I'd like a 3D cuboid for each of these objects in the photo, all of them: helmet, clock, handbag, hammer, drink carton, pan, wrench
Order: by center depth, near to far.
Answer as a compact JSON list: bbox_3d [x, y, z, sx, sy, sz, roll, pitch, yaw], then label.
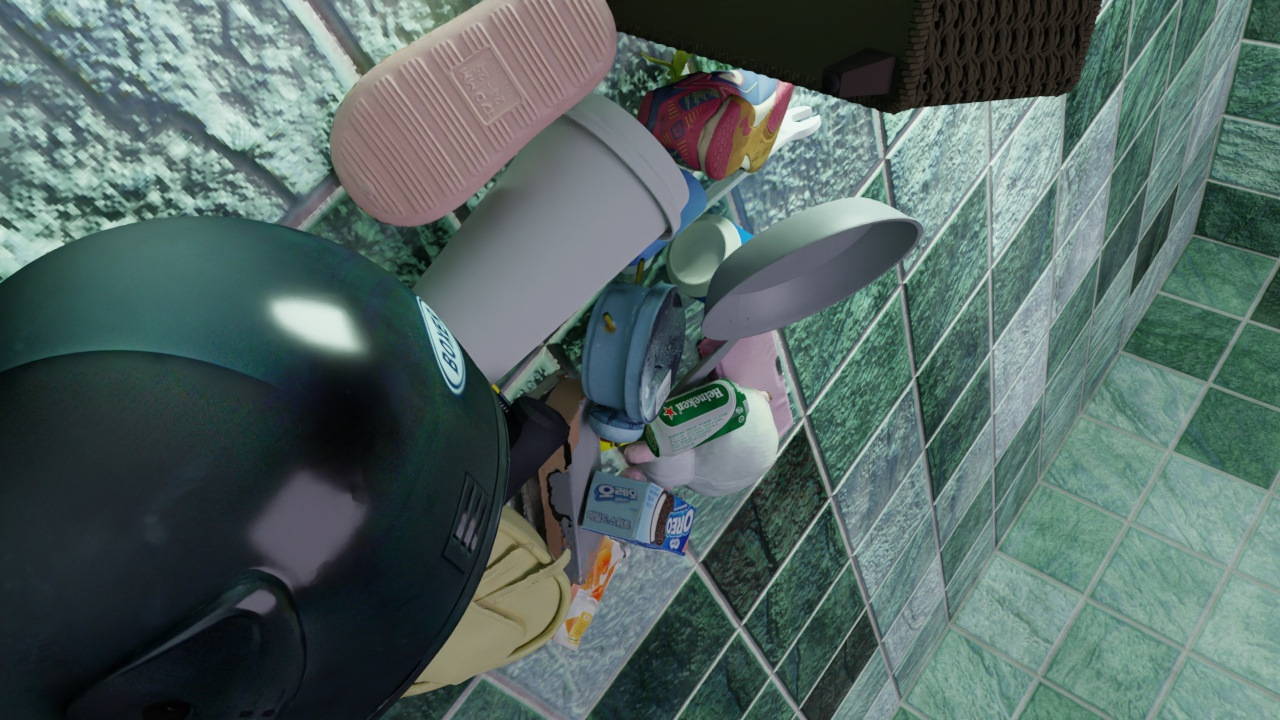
[{"bbox_3d":[-0.233,0.074,0.454,0.235,0.248,0.317,23,119,-43],"label":"helmet"},{"bbox_3d":[-0.168,0.144,0.636,0.313,0.035,0.139,-47,136,11],"label":"hammer"},{"bbox_3d":[-0.158,0.183,0.748,0.190,0.088,0.233,-38,138,-22],"label":"handbag"},{"bbox_3d":[-0.005,0.005,0.772,0.117,0.060,0.162,-58,156,-52],"label":"clock"},{"bbox_3d":[0.099,-0.038,0.836,0.200,0.050,0.358,-9,159,-39],"label":"pan"},{"bbox_3d":[0.077,-0.163,0.856,0.272,0.047,0.009,-42,133,-23],"label":"wrench"},{"bbox_3d":[-0.055,0.243,0.976,0.122,0.039,0.069,-61,146,-13],"label":"drink carton"}]

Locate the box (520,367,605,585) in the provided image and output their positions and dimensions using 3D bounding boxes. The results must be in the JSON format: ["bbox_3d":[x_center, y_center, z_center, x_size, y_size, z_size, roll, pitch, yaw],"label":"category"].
[{"bbox_3d":[-0.066,0.112,0.832,0.081,0.063,0.217,-58,156,-45],"label":"box"}]

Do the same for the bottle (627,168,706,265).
[{"bbox_3d":[-0.001,-0.110,0.783,0.131,0.048,0.048,-44,142,-25],"label":"bottle"}]

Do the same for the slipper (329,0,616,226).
[{"bbox_3d":[-0.106,-0.168,0.578,0.197,0.081,0.093,-38,111,2],"label":"slipper"}]

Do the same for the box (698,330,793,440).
[{"bbox_3d":[0.124,0.030,1.059,0.098,0.037,0.233,-44,142,-17],"label":"box"}]

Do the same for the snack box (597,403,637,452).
[{"bbox_3d":[-0.017,0.013,0.867,0.061,0.026,0.149,-13,123,-47],"label":"snack box"}]

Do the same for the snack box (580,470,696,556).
[{"bbox_3d":[0.004,0.156,0.911,0.226,0.059,0.059,49,53,-69],"label":"snack box"}]

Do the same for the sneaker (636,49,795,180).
[{"bbox_3d":[0.069,-0.222,0.785,0.241,0.091,0.116,-41,150,-59],"label":"sneaker"}]

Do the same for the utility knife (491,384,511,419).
[{"bbox_3d":[-0.114,0.050,0.775,0.028,0.020,0.213,-53,148,-14],"label":"utility knife"}]

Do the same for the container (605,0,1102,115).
[{"bbox_3d":[0.094,-0.274,0.569,0.204,0.321,0.177,-23,130,-35],"label":"container"}]

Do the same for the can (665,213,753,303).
[{"bbox_3d":[0.091,-0.086,0.892,0.146,0.079,0.079,18,98,-55],"label":"can"}]

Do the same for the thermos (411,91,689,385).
[{"bbox_3d":[-0.079,-0.073,0.652,0.221,0.131,0.131,-48,144,-7],"label":"thermos"}]

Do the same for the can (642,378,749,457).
[{"bbox_3d":[0.054,0.056,0.893,0.101,0.053,0.053,-22,133,-15],"label":"can"}]

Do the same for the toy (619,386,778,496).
[{"bbox_3d":[0.062,0.094,0.973,0.179,0.101,0.139,-10,139,-22],"label":"toy"}]
